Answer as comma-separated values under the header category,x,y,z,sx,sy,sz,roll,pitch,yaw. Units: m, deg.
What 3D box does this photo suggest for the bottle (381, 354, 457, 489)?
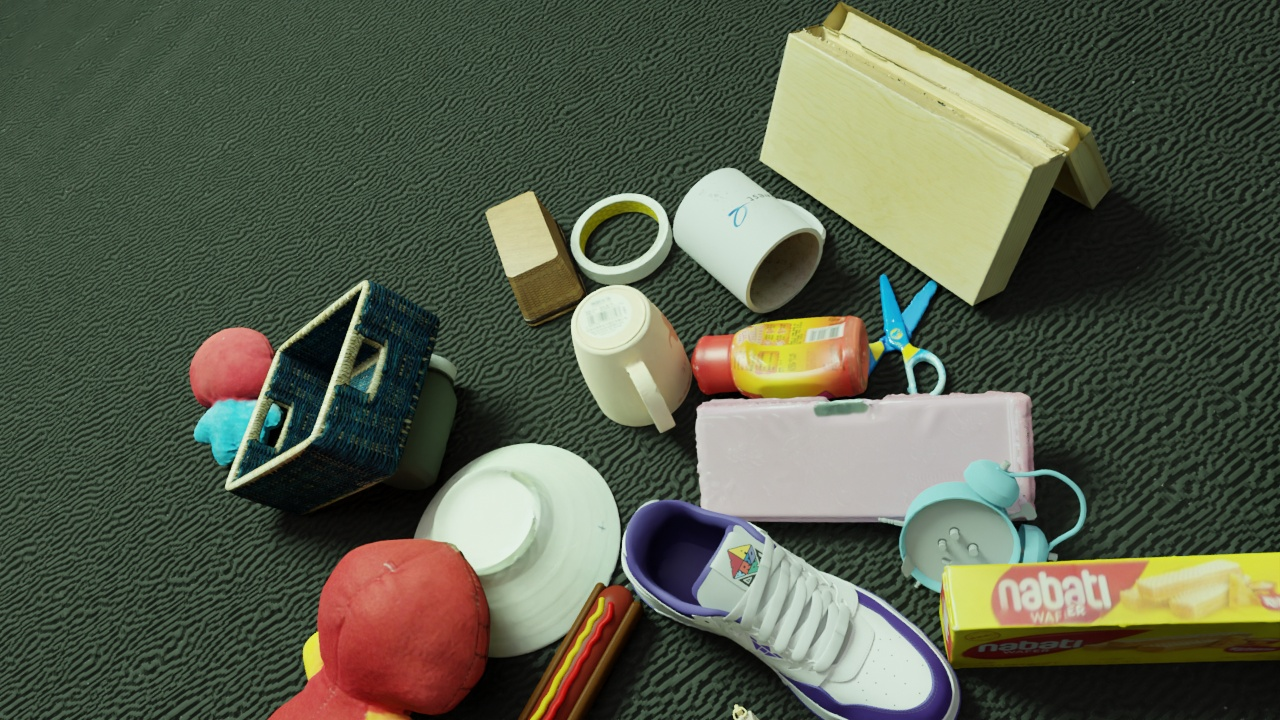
category,x,y,z,sx,sy,sz,roll,pitch,yaw
bottle,-0.190,0.051,0.778,0.060,0.060,0.108,0,60,17

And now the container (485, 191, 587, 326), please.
category,x,y,z,sx,sy,sz,roll,pitch,yaw
container,-0.099,-0.098,0.841,0.063,0.061,0.114,-24,56,1

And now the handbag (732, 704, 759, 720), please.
category,x,y,z,sx,sy,sz,roll,pitch,yaw
handbag,0.030,0.287,0.512,0.194,0.101,0.198,-39,83,-8

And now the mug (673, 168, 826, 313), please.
category,x,y,z,sx,sy,sz,roll,pitch,yaw
mug,0.104,-0.107,0.782,0.119,0.083,0.096,-21,51,-31

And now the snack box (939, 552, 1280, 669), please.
category,x,y,z,sx,sy,sz,roll,pitch,yaw
snack box,0.287,0.152,0.552,0.201,0.092,0.042,-6,58,14

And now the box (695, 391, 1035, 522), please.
category,x,y,z,sx,sy,sz,roll,pitch,yaw
box,0.161,0.071,0.676,0.233,0.080,0.099,-4,93,15

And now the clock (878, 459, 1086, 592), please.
category,x,y,z,sx,sy,sz,roll,pitch,yaw
clock,0.226,0.109,0.598,0.123,0.087,0.041,-26,12,23

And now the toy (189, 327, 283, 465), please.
category,x,y,z,sx,sy,sz,roll,pitch,yaw
toy,-0.373,0.030,0.851,0.092,0.062,0.132,-18,73,20

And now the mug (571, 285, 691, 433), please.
category,x,y,z,sx,sy,sz,roll,pitch,yaw
mug,-0.004,0.004,0.724,0.085,0.104,0.111,-28,55,0

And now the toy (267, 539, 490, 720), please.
category,x,y,z,sx,sy,sz,roll,pitch,yaw
toy,-0.185,0.222,0.629,0.147,0.098,0.216,28,90,23

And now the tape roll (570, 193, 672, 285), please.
category,x,y,z,sx,sy,sz,roll,pitch,yaw
tape roll,-0.018,-0.113,0.851,0.094,0.019,0.093,-8,58,12

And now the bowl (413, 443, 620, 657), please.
category,x,y,z,sx,sy,sz,roll,pitch,yaw
bowl,-0.107,0.132,0.705,0.177,0.058,0.176,-8,57,12

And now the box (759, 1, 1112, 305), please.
category,x,y,z,sx,sy,sz,roll,pitch,yaw
box,0.237,-0.189,0.757,0.179,0.142,0.248,-37,56,-15

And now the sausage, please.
category,x,y,z,sx,sy,sz,roll,pitch,yaw
sausage,-0.049,0.227,0.640,0.040,0.040,0.155,21,67,27

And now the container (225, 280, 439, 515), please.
category,x,y,z,sx,sy,sz,roll,pitch,yaw
container,-0.251,0.037,0.748,0.188,0.071,0.145,-24,47,44

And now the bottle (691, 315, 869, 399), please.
category,x,y,z,sx,sy,sz,roll,pitch,yaw
bottle,0.108,0.000,0.717,0.134,0.048,0.071,-4,45,23

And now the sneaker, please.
category,x,y,z,sx,sy,sz,roll,pitch,yaw
sneaker,0.089,0.157,0.597,0.244,0.111,0.091,21,67,27

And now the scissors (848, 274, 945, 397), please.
category,x,y,z,sx,sy,sz,roll,pitch,yaw
scissors,0.211,-0.017,0.726,0.109,0.018,0.131,29,72,27
